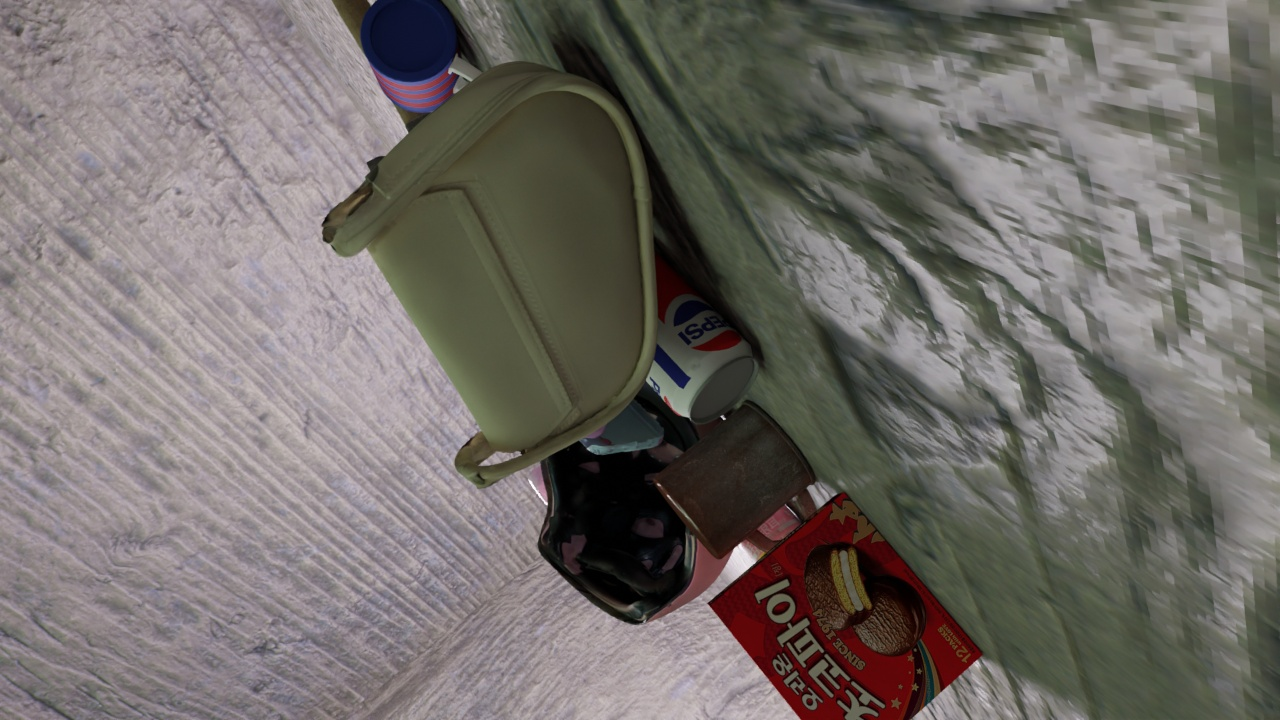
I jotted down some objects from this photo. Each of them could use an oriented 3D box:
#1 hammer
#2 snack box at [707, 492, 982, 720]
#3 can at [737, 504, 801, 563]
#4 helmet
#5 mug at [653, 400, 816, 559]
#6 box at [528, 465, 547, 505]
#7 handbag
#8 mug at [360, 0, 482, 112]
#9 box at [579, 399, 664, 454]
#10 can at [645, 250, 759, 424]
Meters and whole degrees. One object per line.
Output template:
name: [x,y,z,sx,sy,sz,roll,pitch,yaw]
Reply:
hammer: [-0.267,-0.320,0.893,0.331,0.119,0.031,59,176,19]
snack box: [0.151,0.202,0.692,0.152,0.132,0.036,50,173,10]
can: [0.144,0.192,0.948,0.076,0.067,0.067,47,172,28]
helmet: [0.016,0.130,0.938,0.230,0.152,0.255,8,98,47]
mug: [0.087,0.112,0.764,0.123,0.110,0.096,50,178,12]
box: [-0.028,0.114,1.089,0.059,0.201,0.156,57,175,24]
handbag: [-0.084,-0.059,0.580,0.132,0.184,0.229,40,157,56]
mug: [-0.170,-0.246,0.761,0.112,0.075,0.076,26,175,-4]
box: [-0.056,-0.007,0.796,0.092,0.090,0.214,2,-153,-35]
can: [0.018,-0.022,0.657,0.132,0.070,0.070,48,172,28]
